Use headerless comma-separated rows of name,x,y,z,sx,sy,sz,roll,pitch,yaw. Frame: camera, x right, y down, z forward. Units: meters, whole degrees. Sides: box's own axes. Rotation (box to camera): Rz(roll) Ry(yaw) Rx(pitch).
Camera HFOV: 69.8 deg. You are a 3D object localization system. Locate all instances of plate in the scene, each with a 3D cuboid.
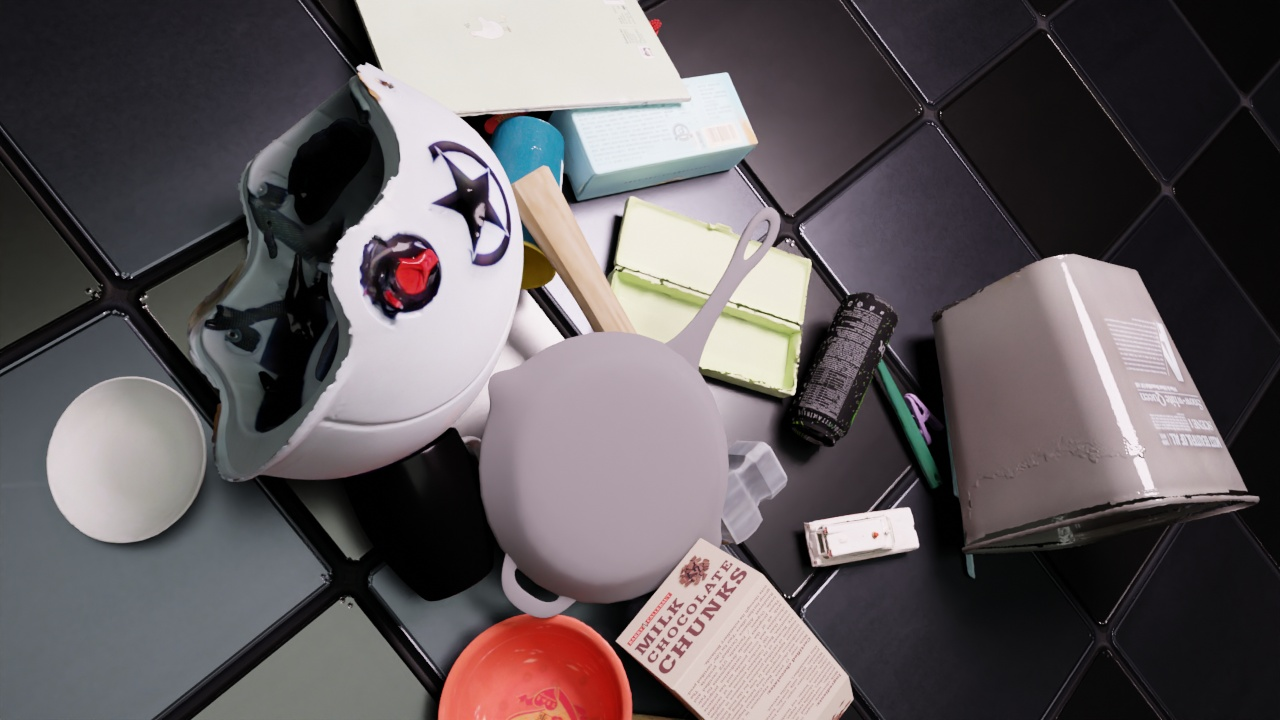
plate,-0.321,0.063,0.584,0.104,0.026,0.104,-1,84,5

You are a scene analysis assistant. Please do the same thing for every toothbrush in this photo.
toothbrush,-0.055,-0.255,0.811,0.212,0.018,0.012,-40,93,-28
toothbrush,0.233,0.032,0.855,0.016,0.017,0.189,-23,87,-28

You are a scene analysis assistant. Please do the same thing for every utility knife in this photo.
utility knife,0.300,0.114,0.862,0.022,0.016,0.177,7,75,-34

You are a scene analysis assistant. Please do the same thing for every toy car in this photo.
toy car,0.195,0.151,0.789,0.113,0.039,0.039,-3,76,-24

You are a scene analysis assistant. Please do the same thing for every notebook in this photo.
notebook,-0.101,-0.275,0.769,0.252,0.010,0.181,-12,62,-25

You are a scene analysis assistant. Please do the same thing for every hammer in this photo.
hammer,-0.004,0.004,0.694,0.117,0.051,0.323,-38,106,-27

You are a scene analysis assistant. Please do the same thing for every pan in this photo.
pan,0.016,0.026,0.664,0.216,0.024,0.353,39,73,-19

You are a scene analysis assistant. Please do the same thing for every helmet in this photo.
helmet,-0.168,-0.039,0.593,0.163,0.237,0.263,21,63,-38

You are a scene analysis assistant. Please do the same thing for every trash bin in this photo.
trash bin,0.381,0.043,0.818,0.197,0.198,0.219,6,66,-34

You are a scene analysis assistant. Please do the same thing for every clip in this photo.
clip,0.264,0.058,0.862,0.050,0.014,0.046,29,68,-17

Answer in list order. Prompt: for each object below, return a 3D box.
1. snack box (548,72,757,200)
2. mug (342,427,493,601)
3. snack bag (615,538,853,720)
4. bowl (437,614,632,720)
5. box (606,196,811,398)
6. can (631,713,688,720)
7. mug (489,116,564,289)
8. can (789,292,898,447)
snack box,0.012,-0.198,0.804,0.174,0.053,0.075,-17,81,-28
mug,-0.137,0.103,0.644,0.118,0.085,0.100,-35,105,-57
snack bag,0.087,0.238,0.676,0.094,0.070,0.206,-48,122,-15
bowl,-0.069,0.242,0.628,0.130,0.045,0.130,-1,61,2
box,0.060,-0.054,0.798,0.187,0.024,0.137,15,75,-19
can,-0.001,0.277,0.667,0.079,0.038,0.038,14,70,-19
mug,-0.096,-0.127,0.727,0.078,0.078,0.121,16,64,-19
can,0.179,0.006,0.807,0.054,0.054,0.137,32,74,-12
